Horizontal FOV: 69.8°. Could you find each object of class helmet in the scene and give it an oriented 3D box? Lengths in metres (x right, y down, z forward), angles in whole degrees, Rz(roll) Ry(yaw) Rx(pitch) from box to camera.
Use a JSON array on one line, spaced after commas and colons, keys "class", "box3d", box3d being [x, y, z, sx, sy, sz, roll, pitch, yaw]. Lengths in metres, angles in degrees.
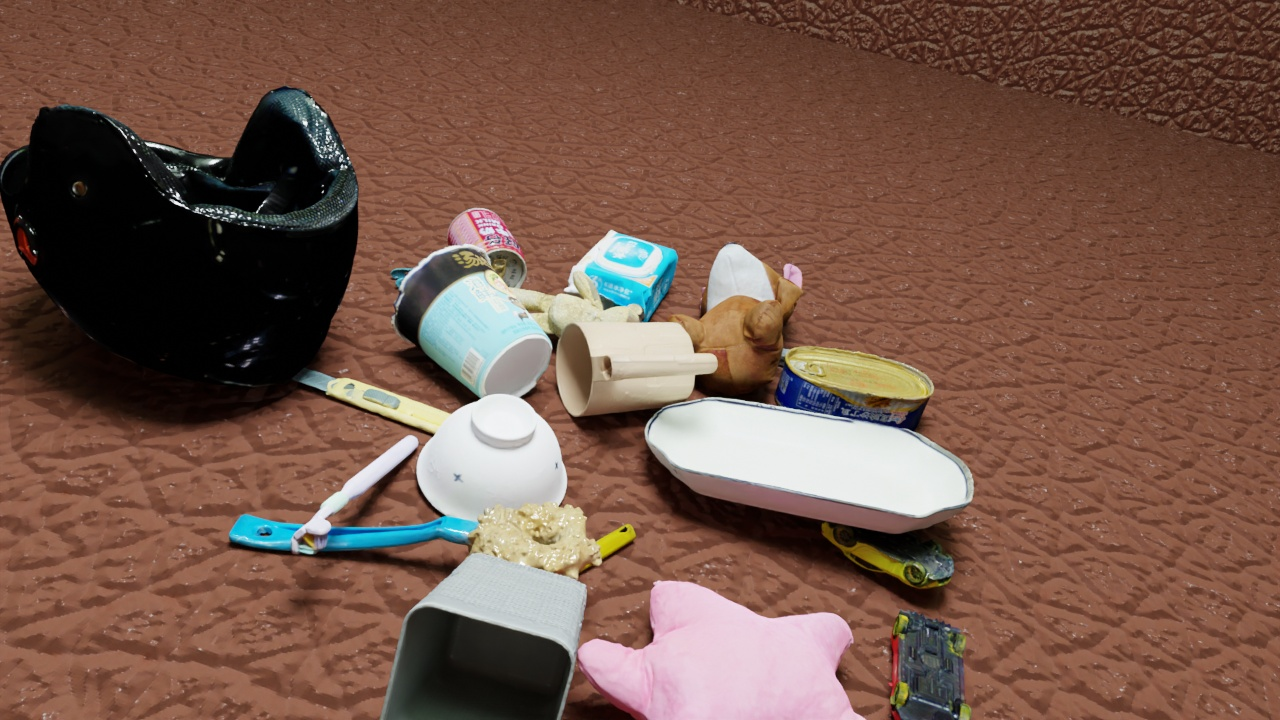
[{"class": "helmet", "box3d": [-0.363, -0.102, 0.740, 0.275, 0.230, 0.232, 13, 22, 20]}]

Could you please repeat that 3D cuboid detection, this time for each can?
[{"class": "can", "box3d": [0.208, 0.030, 0.899, 0.148, 0.049, 0.074, 10, 32, -5]}, {"class": "can", "box3d": [-0.163, -0.113, 0.977, 0.066, 0.067, 0.093, -4, 36, -25]}]

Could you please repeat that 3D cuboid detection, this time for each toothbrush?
[{"class": "toothbrush", "box3d": [-0.194, 0.088, 0.653, 0.021, 0.029, 0.189, 55, 14, -8]}, {"class": "toothbrush", "box3d": [-0.072, 0.154, 0.636, 0.016, 0.017, 0.189, 34, 38, 32]}]

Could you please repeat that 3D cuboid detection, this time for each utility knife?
[{"class": "utility knife", "box3d": [-0.222, 0.037, 0.776, 0.207, 0.021, 0.030, 15, 32, 11]}]

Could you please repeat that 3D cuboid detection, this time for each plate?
[{"class": "plate", "box3d": [0.134, 0.087, 0.759, 0.266, 0.034, 0.161, 9, 21, 11]}]

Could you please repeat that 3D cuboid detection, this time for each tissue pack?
[{"class": "tissue pack", "box3d": [-0.018, -0.089, 0.993, 0.090, 0.063, 0.139, 19, 32, 9]}]

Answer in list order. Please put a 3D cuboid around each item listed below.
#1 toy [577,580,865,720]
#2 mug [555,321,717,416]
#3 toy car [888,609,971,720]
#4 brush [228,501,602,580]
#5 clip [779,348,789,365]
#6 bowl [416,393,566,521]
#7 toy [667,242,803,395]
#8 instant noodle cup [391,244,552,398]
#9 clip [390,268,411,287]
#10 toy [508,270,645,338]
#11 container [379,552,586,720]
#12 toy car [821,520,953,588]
[{"class": "toy", "box3d": [0.060, 0.194, 0.570, 0.194, 0.075, 0.178, -2, 32, -28]}, {"class": "mug", "box3d": [-0.005, 0.005, 0.811, 0.103, 0.084, 0.125, -3, -1, -27]}, {"class": "toy car", "box3d": [0.193, 0.215, 0.620, 0.049, 0.031, 0.106, 16, 31, 6]}, {"class": "brush", "box3d": [-0.152, 0.124, 0.629, 0.255, 0.046, 0.083, 2, 28, 2]}, {"class": "clip", "box3d": [0.156, -0.001, 0.963, 0.057, 0.033, 0.025, 14, 29, 15]}, {"class": "bowl", "box3d": [-0.109, 0.065, 0.707, 0.118, 0.065, 0.118, 11, 37, -8]}, {"class": "toy", "box3d": [0.098, -0.052, 0.934, 0.140, 0.130, 0.199, -5, 19, 21]}, {"class": "instant noodle cup", "box3d": [-0.143, -0.026, 0.823, 0.111, 0.111, 0.120, -22, 53, -42]}, {"class": "clip", "box3d": [-0.232, -0.087, 0.964, 0.056, 0.014, 0.040, -6, 37, -25]}, {"class": "toy", "box3d": [-0.075, -0.037, 0.903, 0.157, 0.066, 0.105, 8, 54, 3]}, {"class": "container", "box3d": [-0.081, 0.169, 0.518, 0.090, 0.090, 0.114, 15, 6, 2]}, {"class": "toy car", "box3d": [0.192, 0.149, 0.719, 0.105, 0.032, 0.048, 25, 27, 28]}]
